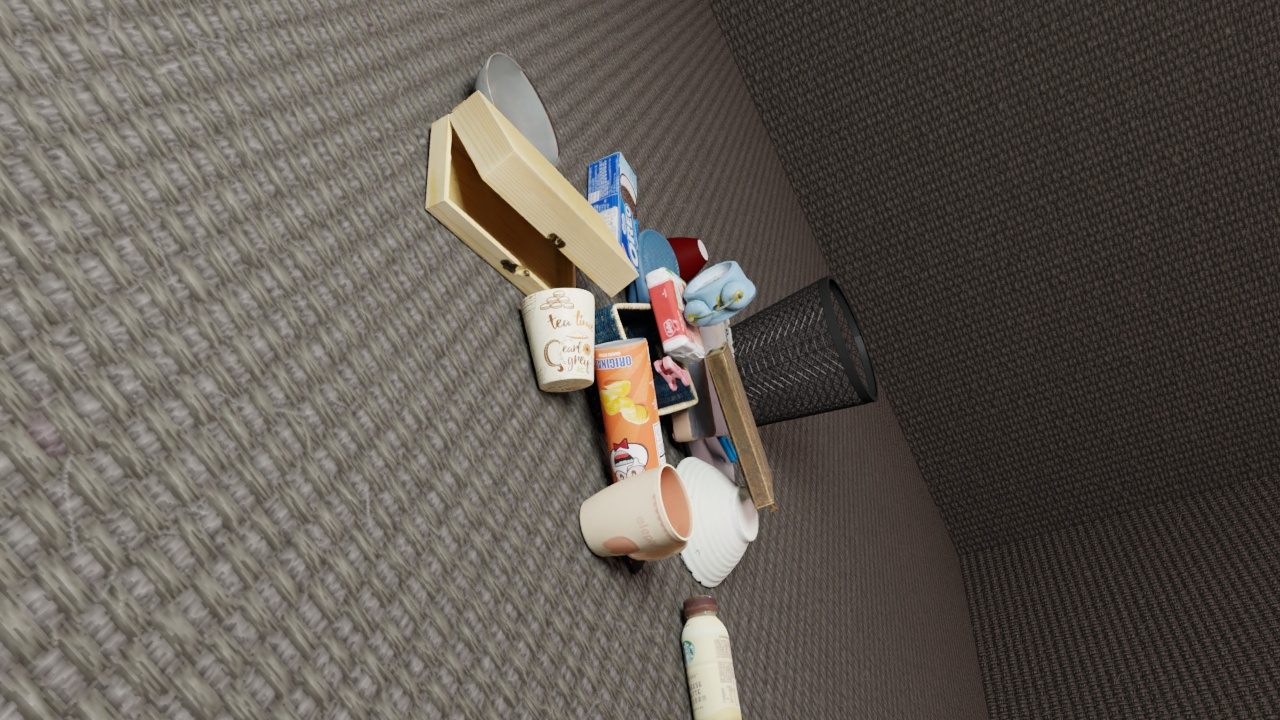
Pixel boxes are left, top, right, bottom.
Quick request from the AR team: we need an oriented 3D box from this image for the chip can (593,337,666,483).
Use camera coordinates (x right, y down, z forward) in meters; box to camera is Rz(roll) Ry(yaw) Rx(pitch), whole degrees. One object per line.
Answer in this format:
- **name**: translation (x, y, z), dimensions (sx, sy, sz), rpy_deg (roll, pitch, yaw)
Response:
- **chip can**: translation (-0.008, 0.083, 1.037), dimensions (0.062, 0.062, 0.210), rpy_deg (-26, 108, -69)

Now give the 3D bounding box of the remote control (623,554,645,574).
- **remote control**: translation (0.001, 0.203, 1.085), dimensions (0.039, 0.010, 0.124), rpy_deg (63, 21, -16)

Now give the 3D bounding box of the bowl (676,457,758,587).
- **bowl**: translation (0.112, 0.211, 1.233), dimensions (0.177, 0.071, 0.177), rpy_deg (38, 44, -50)

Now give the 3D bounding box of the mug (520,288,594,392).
- **mug**: translation (-0.084, -0.014, 1.019), dimensions (0.122, 0.081, 0.097), rpy_deg (73, 10, -75)

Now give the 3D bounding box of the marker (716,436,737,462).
- **marker**: translation (0.117, 0.104, 1.397), dimensions (0.123, 0.015, 0.018), rpy_deg (60, 23, -17)

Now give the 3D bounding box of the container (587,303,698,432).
- **container**: translation (-0.007, 0.007, 1.164), dimensions (0.187, 0.071, 0.145), rpy_deg (-8, 77, -69)

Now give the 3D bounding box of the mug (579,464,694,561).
- **mug**: translation (0.001, 0.175, 0.980), dimensions (0.111, 0.104, 0.085), rpy_deg (56, 25, -33)

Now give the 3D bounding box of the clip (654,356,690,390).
- **clip**: translation (0.034, 0.017, 1.131), dimensions (0.059, 0.038, 0.022), rpy_deg (49, 32, -44)

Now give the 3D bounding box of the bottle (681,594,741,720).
- **bottle**: translation (0.080, 0.357, 1.067), dimensions (0.056, 0.057, 0.161), rpy_deg (40, 35, -52)

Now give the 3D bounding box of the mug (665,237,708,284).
- **mug**: translation (0.061, -0.168, 1.472), dimensions (0.087, 0.088, 0.113), rpy_deg (56, 25, -30)

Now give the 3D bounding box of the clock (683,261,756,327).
- **clock**: translation (0.099, -0.082, 1.177), dimensions (0.051, 0.089, 0.124), rpy_deg (57, 20, -18)

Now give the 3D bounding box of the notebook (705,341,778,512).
- **notebook**: translation (0.133, 0.087, 1.214), dimensions (0.190, 0.034, 0.215), rpy_deg (-42, 113, -82)

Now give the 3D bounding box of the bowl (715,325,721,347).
- **bowl**: translation (0.080, -0.025, 1.417), dimensions (0.132, 0.064, 0.131), rpy_deg (50, 28, -40)

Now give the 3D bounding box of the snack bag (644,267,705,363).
- **snack bag**: translation (0.045, -0.058, 1.198), dimensions (0.077, 0.036, 0.115), rpy_deg (26, 46, -62)

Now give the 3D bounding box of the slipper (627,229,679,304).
- **slipper**: translation (0.015, -0.085, 1.329), dimensions (0.103, 0.059, 0.213), rpy_deg (3, 81, -58)

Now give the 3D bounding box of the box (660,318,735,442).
- **box**: translation (0.089, 0.004, 1.311), dimensions (0.153, 0.059, 0.216), rpy_deg (-4, 83, -53)

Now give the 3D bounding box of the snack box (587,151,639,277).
- **snack box**: translation (-0.040, -0.203, 1.304), dimensions (0.059, 0.060, 0.225), rpy_deg (54, 25, -42)

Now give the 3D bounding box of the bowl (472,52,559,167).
- **bowl**: translation (-0.159, -0.285, 1.091), dimensions (0.151, 0.057, 0.150), rpy_deg (50, 28, -40)

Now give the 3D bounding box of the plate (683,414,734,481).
- **plate**: translation (0.095, 0.129, 1.371), dimensions (0.173, 0.019, 0.172), rpy_deg (50, 28, -40)

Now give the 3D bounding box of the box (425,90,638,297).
- **box**: translation (-0.131, -0.161, 1.021), dimensions (0.249, 0.123, 0.140), rpy_deg (42, 10, -51)

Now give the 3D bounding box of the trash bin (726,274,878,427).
- **trash bin**: translation (0.236, 0.004, 1.518), dimensions (0.217, 0.244, 0.216), rpy_deg (50, 28, -40)
